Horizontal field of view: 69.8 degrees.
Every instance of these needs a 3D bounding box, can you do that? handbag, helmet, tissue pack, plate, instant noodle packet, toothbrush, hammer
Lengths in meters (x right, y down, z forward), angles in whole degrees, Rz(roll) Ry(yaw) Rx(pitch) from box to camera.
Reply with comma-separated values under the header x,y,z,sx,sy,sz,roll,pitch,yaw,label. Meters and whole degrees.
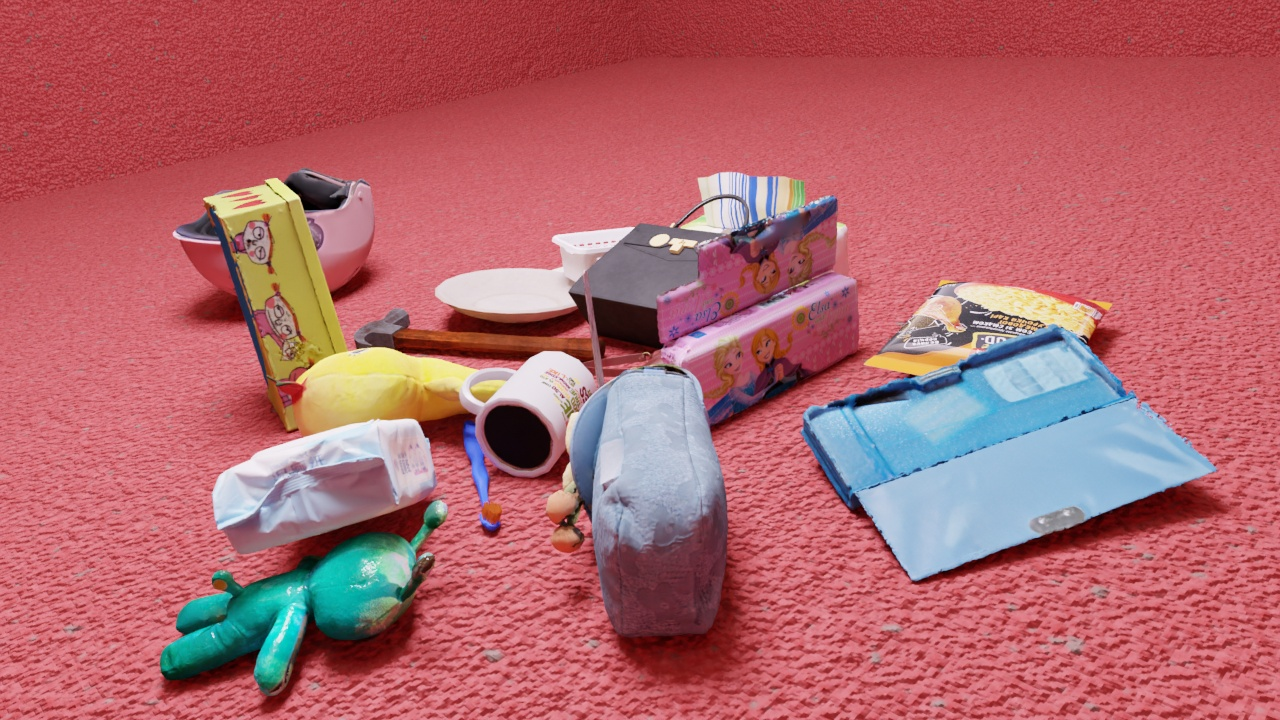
x,y,z,sx,sy,sz,roll,pitch,yaw,label
-0.003,0.090,0.609,0.118,0.122,0.191,-4,29,4,handbag
0.054,-0.108,0.978,0.176,0.072,0.195,14,59,38,handbag
-0.480,-0.158,1.233,0.230,0.153,0.254,15,34,34,helmet
-0.216,0.084,0.651,0.112,0.070,0.182,-16,-3,-4,tissue pack
-0.147,-0.073,1.088,0.189,0.027,0.188,1,20,-1,plate
-0.005,0.005,0.907,0.120,0.029,0.055,-4,22,21,handbag
0.322,-0.025,0.835,0.160,0.032,0.220,13,31,32,instant noodle packet
-0.133,0.088,0.761,0.016,0.018,0.182,12,19,-20,toothbrush
-0.179,-0.019,1.000,0.301,0.028,0.110,4,26,22,hammer
-0.027,0.014,0.697,0.010,0.182,0.010,9,34,25,toothbrush
0.131,-0.144,1.051,0.198,0.141,0.120,7,28,28,tissue pack

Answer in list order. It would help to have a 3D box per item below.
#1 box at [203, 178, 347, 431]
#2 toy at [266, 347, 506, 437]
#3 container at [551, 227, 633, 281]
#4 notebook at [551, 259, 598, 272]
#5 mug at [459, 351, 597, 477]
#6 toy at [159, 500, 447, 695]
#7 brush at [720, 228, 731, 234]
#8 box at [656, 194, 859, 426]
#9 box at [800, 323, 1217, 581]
x,y,z,sx,sy,sz,roll,pitch,yaw,label
-0.347,-0.056,0.893,0.080,0.221,0.124,-19,25,-26,box
-0.220,0.033,0.824,0.207,0.092,0.134,-10,-4,-23,toy
-0.036,-0.127,1.124,0.129,0.050,0.081,-10,24,-28,container
0.000,-0.124,1.201,0.208,0.012,0.153,-20,28,-25,notebook
-0.100,0.038,0.779,0.105,0.074,0.089,25,31,7,mug
-0.215,0.150,0.594,0.193,0.072,0.130,-18,25,-2,toy
0.086,-0.078,0.978,0.039,0.012,0.151,-3,61,25,brush
0.111,-0.046,0.819,0.229,0.159,0.035,-24,28,-33,box
0.255,0.065,0.666,0.231,0.033,0.174,-17,41,-6,box
